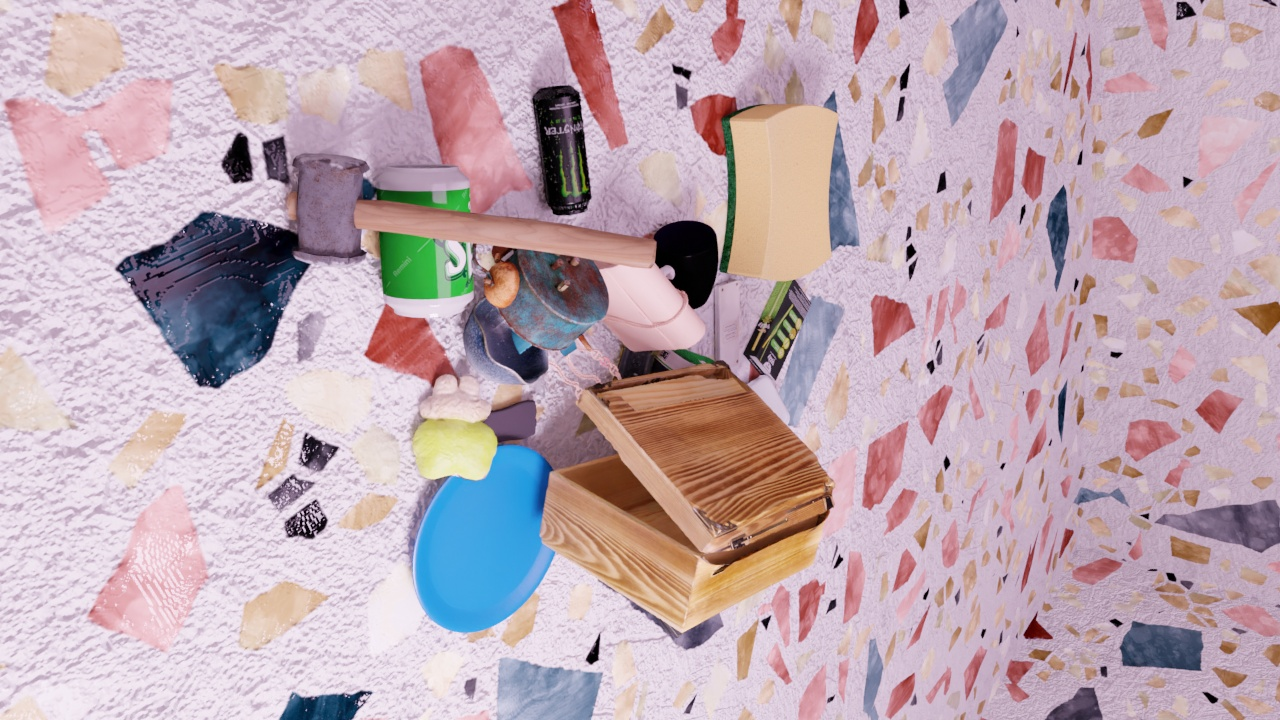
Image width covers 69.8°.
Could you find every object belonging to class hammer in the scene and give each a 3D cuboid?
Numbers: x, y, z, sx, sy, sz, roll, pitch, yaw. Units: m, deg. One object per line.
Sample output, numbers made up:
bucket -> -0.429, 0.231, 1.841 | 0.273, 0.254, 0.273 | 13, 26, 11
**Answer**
hammer -> -0.149, -0.118, 0.817 | 0.052, 0.328, 0.098 | -85, -178, -74

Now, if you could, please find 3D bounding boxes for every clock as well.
clock -> -0.105, -0.086, 0.959 | 0.157, 0.073, 0.121 | 32, 39, -26

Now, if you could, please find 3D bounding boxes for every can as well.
can -> -0.208, -0.117, 0.889 | 0.087, 0.088, 0.140 | -17, 113, -47
can -> -0.087, -0.234, 1.025 | 0.053, 0.054, 0.138 | -28, 122, -42

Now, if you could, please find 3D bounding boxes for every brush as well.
brush -> 0.205, -0.248, 1.352 | 0.194, 0.075, 0.250 | -20, 115, -46

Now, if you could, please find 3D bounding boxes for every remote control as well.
remote control -> 0.129, -0.051, 1.372 | 0.050, 0.011, 0.136 | -23, 118, -45
remote control -> -0.169, 0.076, 1.055 | 0.124, 0.009, 0.046 | -12, 110, -46

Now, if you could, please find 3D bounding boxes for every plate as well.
plate -> -0.178, 0.205, 1.071 | 0.223, 0.024, 0.224 | -18, 114, -46

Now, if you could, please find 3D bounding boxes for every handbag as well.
handbag -> -0.022, -0.025, 1.091 | 0.199, 0.117, 0.186 | 47, 63, -34

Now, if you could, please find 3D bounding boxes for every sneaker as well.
sneaker -> 0.085, 0.042, 1.301 | 0.235, 0.084, 0.079 | 21, 106, -48

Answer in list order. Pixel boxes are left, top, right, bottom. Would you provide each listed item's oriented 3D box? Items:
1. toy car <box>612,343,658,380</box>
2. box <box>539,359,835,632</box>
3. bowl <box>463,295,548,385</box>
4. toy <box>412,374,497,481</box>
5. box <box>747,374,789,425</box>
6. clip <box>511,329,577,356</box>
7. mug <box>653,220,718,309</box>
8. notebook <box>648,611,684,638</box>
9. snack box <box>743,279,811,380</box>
toy car -> -0.007, 0.007, 1.202 | 0.030, 0.049, 0.107 | 179, -72, -85
box -> 0.078, 0.145, 1.084 | 0.278, 0.259, 0.221 | -7, 116, -50
bowl -> -0.154, -0.015, 0.995 | 0.110, 0.055, 0.110 | 41, 31, -32
toy -> -0.198, 0.072, 0.985 | 0.092, 0.046, 0.115 | 3, 86, -26
box -> 0.156, 0.136, 1.421 | 0.210, 0.084, 0.186 | -27, 115, -42
clip -> -0.119, -0.045, 0.999 | 0.121, 0.033, 0.119 | 51, 31, -14
mug -> 0.053, -0.111, 1.204 | 0.118, 0.085, 0.100 | -49, 146, -37
notebook -> 0.064, 0.306, 1.372 | 0.169, 0.029, 0.209 | -45, 131, -18
snack box -> 0.220, -0.052, 1.469 | 0.080, 0.025, 0.147 | 44, 67, -47
